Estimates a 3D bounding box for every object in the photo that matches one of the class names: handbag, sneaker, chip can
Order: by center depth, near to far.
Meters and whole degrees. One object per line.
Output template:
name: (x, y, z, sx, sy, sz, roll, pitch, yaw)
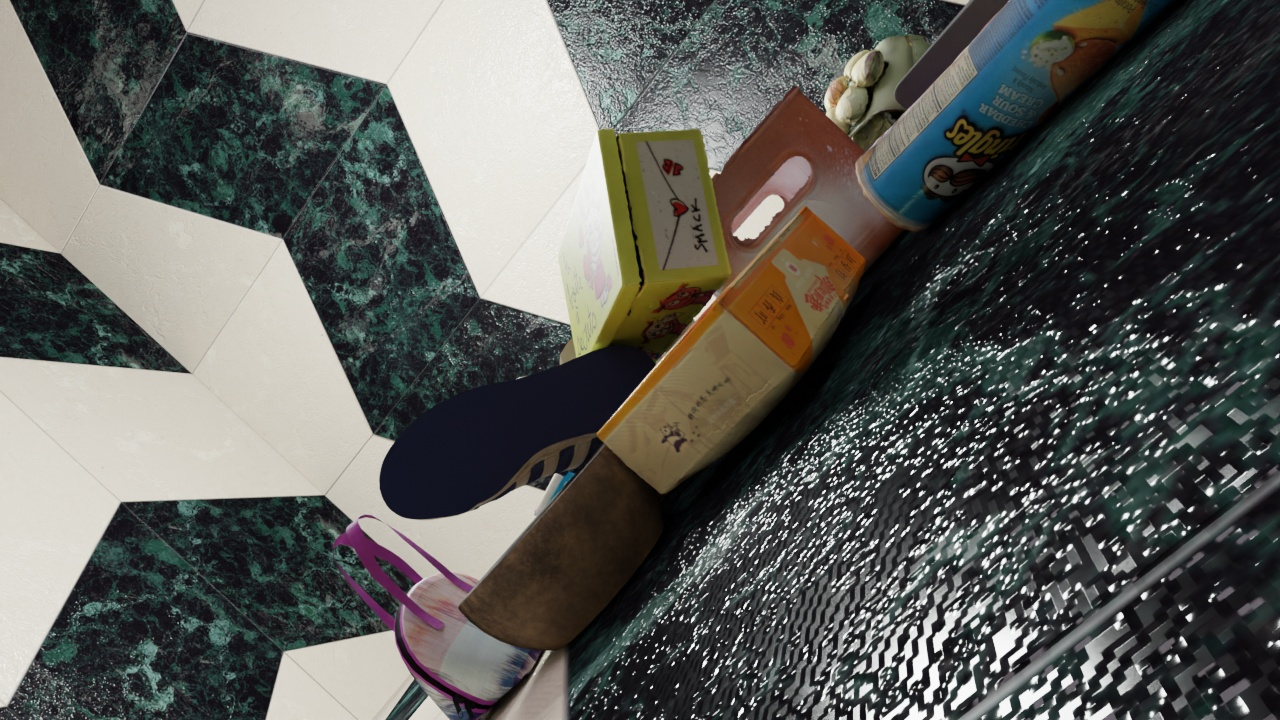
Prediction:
chip can: (0.239, -0.184, 0.596, 0.079, 0.080, 0.230, -47, -1, -44)
handbag: (-0.157, 0.182, 0.681, 0.068, 0.170, 0.144, -48, -1, 11)
sneaker: (-0.088, 0.065, 0.760, 0.233, 0.091, 0.118, -27, -16, -1)
handbag: (0.233, -0.232, 0.930, 0.187, 0.117, 0.113, 90, -167, -61)

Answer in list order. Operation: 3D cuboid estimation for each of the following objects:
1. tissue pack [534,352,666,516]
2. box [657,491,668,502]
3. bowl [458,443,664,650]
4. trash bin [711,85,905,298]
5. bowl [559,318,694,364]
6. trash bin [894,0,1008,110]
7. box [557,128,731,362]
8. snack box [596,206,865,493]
tissue pack: (-0.022, 0.084, 0.871, 0.209, 0.066, 0.117, -59, -12, -7)
box: (0.028, 0.078, 0.797, 0.058, 0.060, 0.186, -11, 19, 28)
bowl: (-0.048, 0.136, 0.649, 0.162, 0.070, 0.162, -48, -1, -1)
trash bin: (0.135, -0.123, 0.881, 0.181, 0.157, 0.259, -48, -2, 4)
bowl: (-0.006, 0.006, 0.965, 0.152, 0.050, 0.152, -14, -26, -8)
trash bin: (0.338, -0.305, 0.769, 0.219, 0.097, 0.192, -49, 0, -32)
box: (-0.008, -0.075, 0.722, 0.082, 0.124, 0.221, -6, -13, -16)
snack box: (0.075, -0.008, 0.647, 0.145, 0.080, 0.194, -49, -2, 36)
